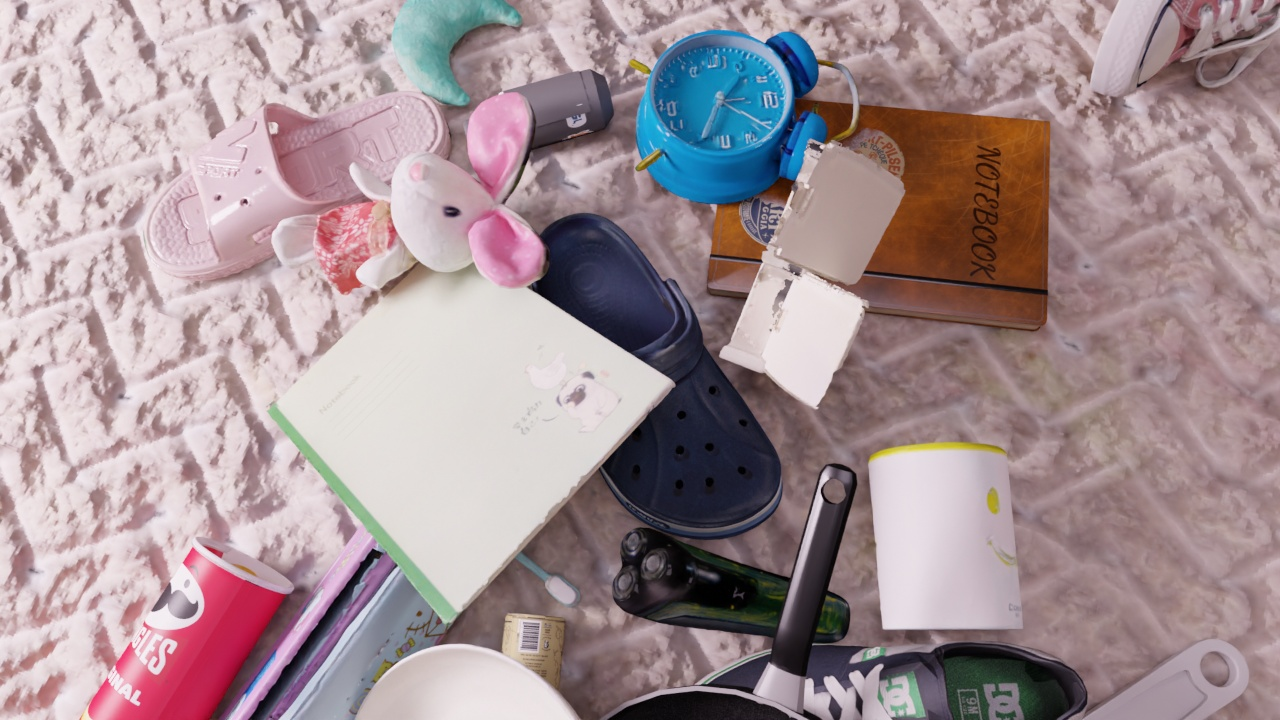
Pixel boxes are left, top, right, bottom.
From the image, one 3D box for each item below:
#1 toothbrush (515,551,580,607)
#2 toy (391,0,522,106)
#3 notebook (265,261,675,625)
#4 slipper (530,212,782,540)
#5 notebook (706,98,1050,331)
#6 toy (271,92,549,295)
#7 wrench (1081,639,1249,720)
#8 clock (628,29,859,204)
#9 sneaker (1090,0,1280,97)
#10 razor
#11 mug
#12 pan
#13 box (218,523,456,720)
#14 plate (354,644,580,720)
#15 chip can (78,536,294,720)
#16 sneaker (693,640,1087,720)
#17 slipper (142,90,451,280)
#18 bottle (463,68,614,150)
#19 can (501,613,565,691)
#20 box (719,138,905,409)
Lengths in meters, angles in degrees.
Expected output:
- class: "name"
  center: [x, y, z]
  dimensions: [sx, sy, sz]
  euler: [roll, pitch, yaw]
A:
- class: "toothbrush"
  center: [-0.112, 0.106, 0.615]
  dimensions: [0.180, 0.016, 0.016]
  euler: [35, 79, 14]
- class: "toy"
  center: [-0.151, -0.253, 0.721]
  dimensions: [0.085, 0.033, 0.105]
  euler: [27, 75, 0]
- class: "notebook"
  center: [-0.122, 0.025, 0.583]
  dimensions: [0.181, 0.010, 0.253]
  euler: [-47, 49, -11]
- class: "slipper"
  center: [-0.004, 0.004, 0.600]
  dimensions: [0.105, 0.095, 0.252]
  euler: [-29, 69, -8]
- class: "notebook"
  center: [0.164, -0.105, 0.662]
  dimensions: [0.249, 0.014, 0.178]
  euler: [7, 73, 6]
- class: "toy"
  center: [-0.155, -0.098, 0.629]
  dimensions: [0.194, 0.084, 0.159]
  euler: [-11, 64, 14]
- class: "wrench"
  center: [0.242, 0.237, 0.550]
  dimensions: [0.273, 0.018, 0.086]
  euler: [-30, 72, -7]
- class: "clock"
  center: [0.072, -0.177, 0.650]
  dimensions: [0.161, 0.060, 0.116]
  euler: [-6, 72, 1]
- class: "sneaker"
  center: [0.415, -0.257, 0.646]
  dimensions: [0.240, 0.118, 0.088]
  euler: [-41, 57, -15]
- class: "razor"
  center: [0.058, 0.144, 0.566]
  dimensions: [0.151, 0.067, 0.053]
  euler: [14, 70, 0]
- class: "mug"
  center: [0.184, 0.109, 0.558]
  dimensions: [0.082, 0.082, 0.106]
  euler: [-1, 73, 3]
- class: "pan"
  center: [0.064, 0.228, 0.497]
  dimensions: [0.225, 0.034, 0.356]
  euler: [16, 91, 23]
- class: "box"
  center: [-0.188, 0.183, 0.565]
  dimensions: [0.096, 0.077, 0.214]
  euler: [32, 77, 11]
- class: "plate"
  center: [-0.091, 0.253, 0.526]
  dimensions: [0.183, 0.034, 0.182]
  euler: [-2, 86, 25]
- class: "chip can"
  center: [-0.305, 0.223, 0.562]
  dimensions: [0.069, 0.069, 0.220]
  euler: [27, 77, 11]
- class: "sneaker"
  center: [0.131, 0.198, 0.525]
  dimensions: [0.235, 0.079, 0.084]
  euler: [-7, 60, 6]
- class: "slipper"
  center: [-0.259, -0.143, 0.676]
  dimensions: [0.239, 0.064, 0.094]
  euler: [-25, 73, -6]
- class: "bottle"
  center: [-0.076, -0.183, 0.685]
  dimensions: [0.112, 0.047, 0.047]
  euler: [-16, 72, -1]
- class: "can"
  center: [-0.069, 0.200, 0.570]
  dimensions: [0.038, 0.038, 0.079]
  euler: [3, 73, 4]
- class: "box"
  center: [0.101, -0.051, 0.535]
  dimensions: [0.069, 0.191, 0.143]
  euler: [23, 103, 9]
